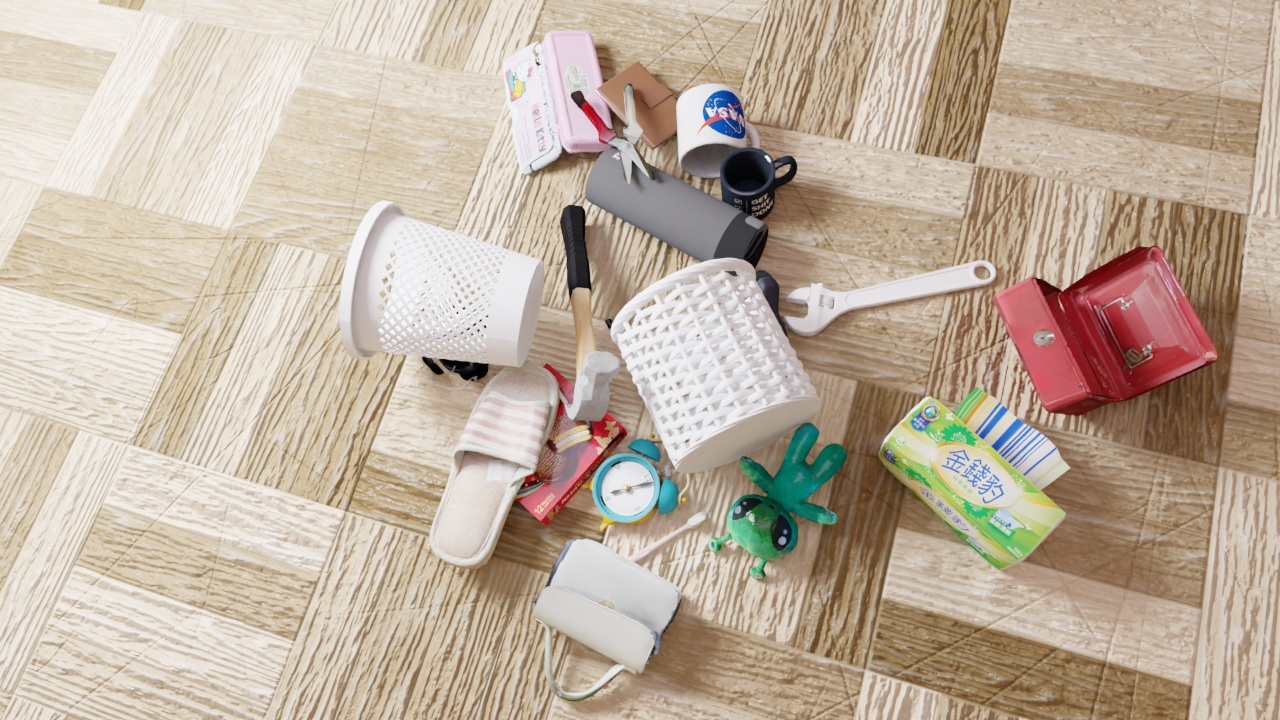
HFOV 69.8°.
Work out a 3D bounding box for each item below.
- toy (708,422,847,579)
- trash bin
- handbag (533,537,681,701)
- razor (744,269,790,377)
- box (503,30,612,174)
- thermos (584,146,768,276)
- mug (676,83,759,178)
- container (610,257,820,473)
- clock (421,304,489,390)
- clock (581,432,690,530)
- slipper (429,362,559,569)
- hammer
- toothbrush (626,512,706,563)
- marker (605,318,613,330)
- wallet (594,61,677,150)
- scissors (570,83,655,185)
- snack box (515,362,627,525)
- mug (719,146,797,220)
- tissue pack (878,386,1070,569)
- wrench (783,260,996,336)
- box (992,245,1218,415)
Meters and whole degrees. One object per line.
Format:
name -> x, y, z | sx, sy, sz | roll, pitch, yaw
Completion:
toy -> 0.165, 0.167, 1.080 | 0.131, 0.072, 0.193 | 36, 88, 19
trash bin -> -0.230, -0.077, 1.116 | 0.199, 0.196, 0.195 | 12, 73, 2
handbag -> -0.052, 0.309, 1.051 | 0.151, 0.074, 0.176 | 26, 85, 10
razor -> 0.164, -0.046, 1.161 | 0.047, 0.052, 0.142 | -1, 67, -36
box -> -0.122, -0.375, 1.305 | 0.153, 0.066, 0.201 | -13, 69, 3
thermos -> 0.048, -0.193, 1.208 | 0.240, 0.082, 0.082 | 30, 77, 16
mug -> 0.109, -0.306, 1.242 | 0.121, 0.091, 0.090 | 9, 68, -26
container -> 0.086, 0.009, 1.077 | 0.189, 0.189, 0.186 | -25, 71, -1
clock -> -0.237, -0.018, 1.208 | 0.091, 0.042, 0.120 | 12, 73, 12
clock -> -0.003, 0.150, 1.120 | 0.130, 0.044, 0.099 | -28, 70, 5
slipper -> -0.176, 0.122, 1.107 | 0.115, 0.052, 0.262 | 18, 75, 15
hammer -> -0.074, -0.070, 1.151 | 0.039, 0.131, 0.327 | 4, 51, -15
toothbrush -> 0.001, 0.233, 1.103 | 0.181, 0.018, 0.015 | -31, 75, -2
marker -> -0.007, 0.007, 1.185 | 0.011, 0.011, 0.152 | -30, 70, -3
wallet -> 0.006, -0.359, 1.290 | 0.087, 0.013, 0.121 | -40, 81, -21
scissors -> -0.031, -0.312, 1.228 | 0.185, 0.015, 0.178 | 24, 56, 13
snack box -> -0.118, 0.104, 1.153 | 0.132, 0.036, 0.152 | 39, 80, 18
mug -> 0.157, -0.237, 1.210 | 0.105, 0.077, 0.071 | -23, 70, -1
tissue pack -> 0.390, 0.118, 1.042 | 0.141, 0.120, 0.197 | -43, 77, -6
wrench -> 0.316, -0.086, 1.170 | 0.273, 0.018, 0.066 | -12, 70, 3
box -> 0.512, -0.030, 1.047 | 0.170, 0.157, 0.156 | -5, 66, -32
